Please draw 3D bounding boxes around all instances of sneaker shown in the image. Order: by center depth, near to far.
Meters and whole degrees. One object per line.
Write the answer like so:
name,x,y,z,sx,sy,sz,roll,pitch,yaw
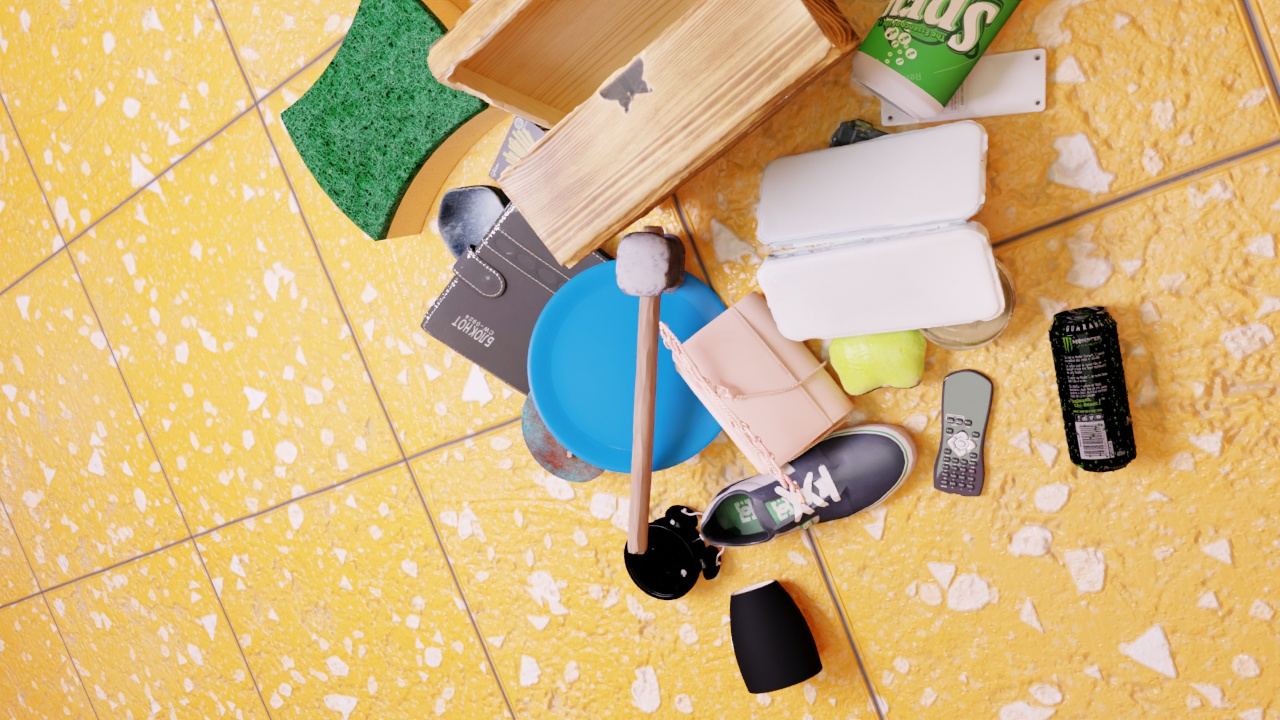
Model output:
sneaker,0.163,0.134,0.915,0.236,0.078,0.084,-28,88,30

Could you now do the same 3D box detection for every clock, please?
clock,-0.059,0.065,1.018,0.158,0.073,0.121,-30,88,30
clock,0.040,0.213,1.022,0.121,0.042,0.091,-36,85,30

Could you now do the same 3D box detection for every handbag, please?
handbag,0.124,0.020,0.844,0.116,0.187,0.198,-38,79,-3

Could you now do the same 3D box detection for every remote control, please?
remote control,0.278,-0.235,0.796,0.136,0.011,0.050,1,104,28
remote control,0.303,0.069,0.864,0.046,0.009,0.124,8,107,26

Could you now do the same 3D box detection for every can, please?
can,0.243,-0.274,0.750,0.088,0.087,0.140,39,109,14
can,0.386,0.025,0.783,0.054,0.053,0.138,-9,99,29
can,0.289,-0.055,0.820,0.086,0.043,0.086,7,106,26

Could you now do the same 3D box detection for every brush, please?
brush,-0.276,-0.283,1.038,0.251,0.075,0.195,-42,82,30

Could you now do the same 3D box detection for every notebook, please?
notebook,-0.127,-0.066,1.009,0.169,0.029,0.209,35,118,-16

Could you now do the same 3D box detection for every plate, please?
plate,-0.006,0.006,0.963,0.224,0.024,0.224,0,89,4

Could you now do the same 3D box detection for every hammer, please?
hammer,0.006,0.031,0.916,0.052,0.098,0.328,4,98,13

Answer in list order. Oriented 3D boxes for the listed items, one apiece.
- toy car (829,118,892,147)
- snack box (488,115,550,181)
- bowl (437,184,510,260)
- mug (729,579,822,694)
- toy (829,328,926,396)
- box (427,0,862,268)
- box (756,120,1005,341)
toy car,0.221,-0.183,0.829,0.107,0.030,0.049,30,116,21
snack box,-0.089,-0.194,0.992,0.147,0.025,0.080,39,117,14
bowl,-0.168,-0.153,1.021,0.110,0.055,0.110,14,129,17
mug,0.129,0.293,0.983,0.119,0.084,0.100,-36,71,60
toy,0.219,-0.026,0.864,0.092,0.046,0.115,-12,90,30
box,0.014,-0.266,0.793,0.280,0.258,0.220,-36,94,26
box,0.201,-0.107,0.800,0.211,0.084,0.186,-3,102,33
